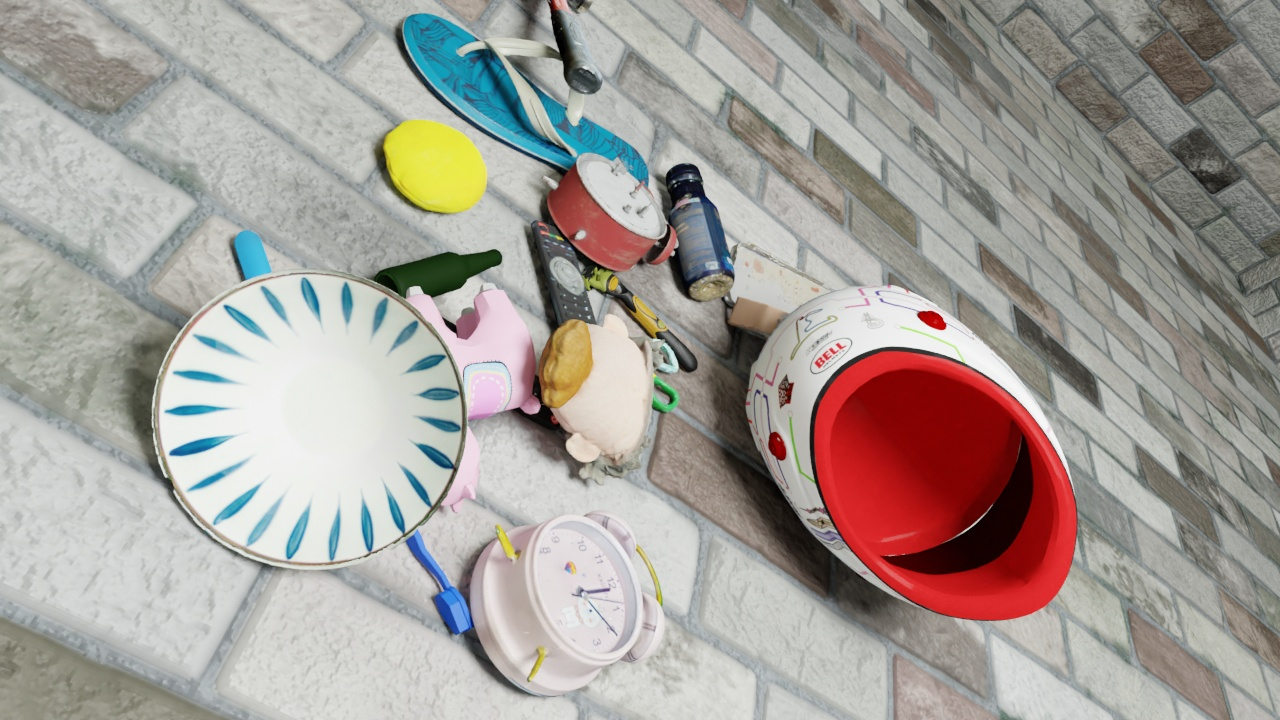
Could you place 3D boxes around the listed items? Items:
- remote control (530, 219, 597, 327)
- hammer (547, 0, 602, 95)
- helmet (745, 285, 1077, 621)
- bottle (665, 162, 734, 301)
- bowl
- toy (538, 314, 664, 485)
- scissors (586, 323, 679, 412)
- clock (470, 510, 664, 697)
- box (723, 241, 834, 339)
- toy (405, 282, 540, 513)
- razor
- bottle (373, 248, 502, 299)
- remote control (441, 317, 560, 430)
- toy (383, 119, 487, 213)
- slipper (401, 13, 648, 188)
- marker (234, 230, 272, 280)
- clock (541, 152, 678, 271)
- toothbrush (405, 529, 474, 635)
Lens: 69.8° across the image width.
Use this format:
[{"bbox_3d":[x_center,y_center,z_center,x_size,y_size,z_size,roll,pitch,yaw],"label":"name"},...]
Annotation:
[{"bbox_3d":[-0.068,-0.063,0.823,0.045,0.021,0.140,16,49,-47],"label":"remote control"},{"bbox_3d":[-0.088,-0.359,0.953,0.140,0.036,0.325,24,30,-29],"label":"hammer"},{"bbox_3d":[0.240,0.075,0.851,0.314,0.231,0.236,50,7,0],"label":"helmet"},{"bbox_3d":[0.059,-0.140,0.979,0.056,0.056,0.160,14,51,-37],"label":"bottle"},{"bbox_3d":[-0.193,0.032,0.564,0.177,0.177,0.071,45,-1,-8],"label":"bowl"},{"bbox_3d":[-0.038,0.021,0.710,0.176,0.076,0.132,49,47,-60],"label":"toy"},{"bbox_3d":[-0.006,-0.009,0.829,0.132,0.013,0.077,39,43,-34],"label":"scissors"},{"bbox_3d":[-0.041,0.163,0.639,0.157,0.059,0.116,6,57,-51],"label":"clock"},{"bbox_3d":[0.195,-0.051,1.020,0.217,0.094,0.121,19,8,-34],"label":"box"},{"bbox_3d":[-0.129,0.026,0.653,0.123,0.067,0.157,-5,68,-35],"label":"toy"},{"bbox_3d":[0.004,-0.041,0.879,0.144,0.021,0.043,45,39,-12],"label":"razor"},{"bbox_3d":[-0.156,-0.070,0.734,0.033,0.033,0.122,56,38,5],"label":"bottle"},{"bbox_3d":[-0.112,0.011,0.731,0.124,0.010,0.039,36,41,-18],"label":"remote control"},{"bbox_3d":[-0.174,-0.167,0.785,0.094,0.041,0.095,16,51,-30],"label":"toy"},{"bbox_3d":[-0.098,-0.255,0.914,0.294,0.060,0.118,27,48,-28],"label":"slipper"},{"bbox_3d":[-0.252,-0.034,0.626,0.018,0.015,0.123,-20,75,-13],"label":"marker"},{"bbox_3d":[-0.014,-0.145,0.895,0.156,0.062,0.110,7,47,-50],"label":"clock"},{"bbox_3d":[-0.163,0.099,0.614,0.011,0.017,0.186,-20,74,-48],"label":"toothbrush"}]
